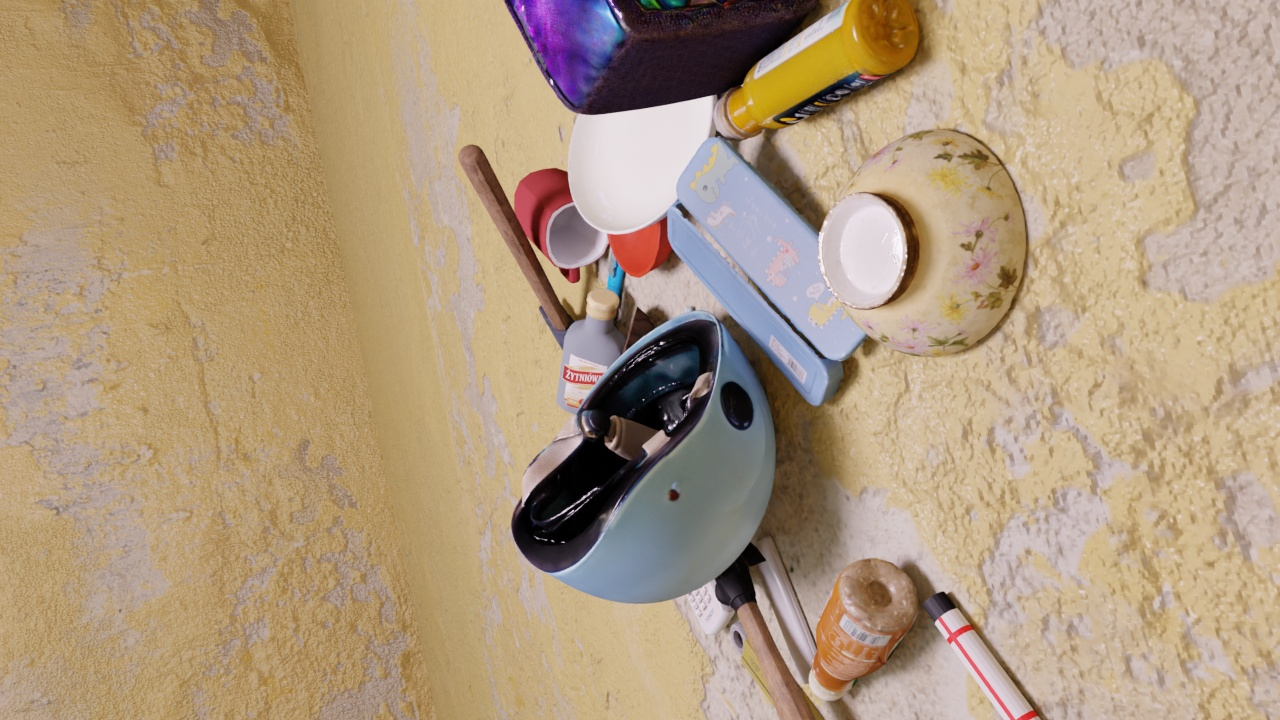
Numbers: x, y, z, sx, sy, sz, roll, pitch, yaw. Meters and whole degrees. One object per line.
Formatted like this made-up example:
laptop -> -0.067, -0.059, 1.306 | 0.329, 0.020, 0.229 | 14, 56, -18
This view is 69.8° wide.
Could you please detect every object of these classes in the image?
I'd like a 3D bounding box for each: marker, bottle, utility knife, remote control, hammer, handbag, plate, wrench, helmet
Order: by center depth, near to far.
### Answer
marker -> 0.235, 0.216, 0.596 | 0.145, 0.019, 0.019 | 58, 147, 37
bottle -> 0.113, -0.199, 0.647 | 0.186, 0.053, 0.053 | -10, 91, 64
handbag -> 0.003, -0.310, 0.670 | 0.126, 0.204, 0.222 | -33, 77, 62
bottle -> 0.162, 0.215, 0.704 | 0.167, 0.059, 0.059 | 97, 150, -48
hammer -> 0.126, 0.287, 0.761 | 0.132, 0.040, 0.305 | 81, 167, -52
helmet -> 0.018, 0.089, 0.786 | 0.226, 0.167, 0.264 | -20, 39, 48
wrench -> 0.154, 0.335, 0.808 | 0.273, 0.018, 0.084 | 47, 140, 48
remote control -> 0.130, 0.223, 0.822 | 0.130, 0.012, 0.033 | 70, 153, 20
plate -> 0.006, -0.200, 0.833 | 0.183, 0.034, 0.182 | -12, 73, 43
remote control -> 0.056, 0.213, 0.953 | 0.138, 0.025, 0.060 | 61, 149, 33
utility knife -> -0.027, -0.100, 1.016 | 0.031, 0.015, 0.198 | -124, 33, -45
hammer -> -0.128, -0.115, 1.031 | 0.129, 0.040, 0.322 | 55, 173, 39
bottle -> -0.052, -0.007, 1.041 | 0.046, 0.072, 0.162 | -63, -13, -51

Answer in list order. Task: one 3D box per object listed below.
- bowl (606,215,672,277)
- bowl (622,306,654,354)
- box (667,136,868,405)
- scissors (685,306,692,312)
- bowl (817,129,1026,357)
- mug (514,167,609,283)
bowl -> 0.005, -0.145, 0.909 | 0.122, 0.035, 0.122 | 35, 130, 56
bowl -> -0.006, 0.006, 0.955 | 0.119, 0.032, 0.119 | -172, 99, -89
box -> 0.093, -0.069, 0.717 | 0.209, 0.039, 0.127 | 51, 145, 25
scissors -> 0.056, 0.031, 0.902 | 0.065, 0.033, 0.174 | -169, 67, -67
bowl -> 0.158, -0.070, 0.575 | 0.145, 0.063, 0.145 | 16, 110, 54
mug -> -0.090, -0.149, 1.053 | 0.096, 0.080, 0.117 | 48, 147, 47
